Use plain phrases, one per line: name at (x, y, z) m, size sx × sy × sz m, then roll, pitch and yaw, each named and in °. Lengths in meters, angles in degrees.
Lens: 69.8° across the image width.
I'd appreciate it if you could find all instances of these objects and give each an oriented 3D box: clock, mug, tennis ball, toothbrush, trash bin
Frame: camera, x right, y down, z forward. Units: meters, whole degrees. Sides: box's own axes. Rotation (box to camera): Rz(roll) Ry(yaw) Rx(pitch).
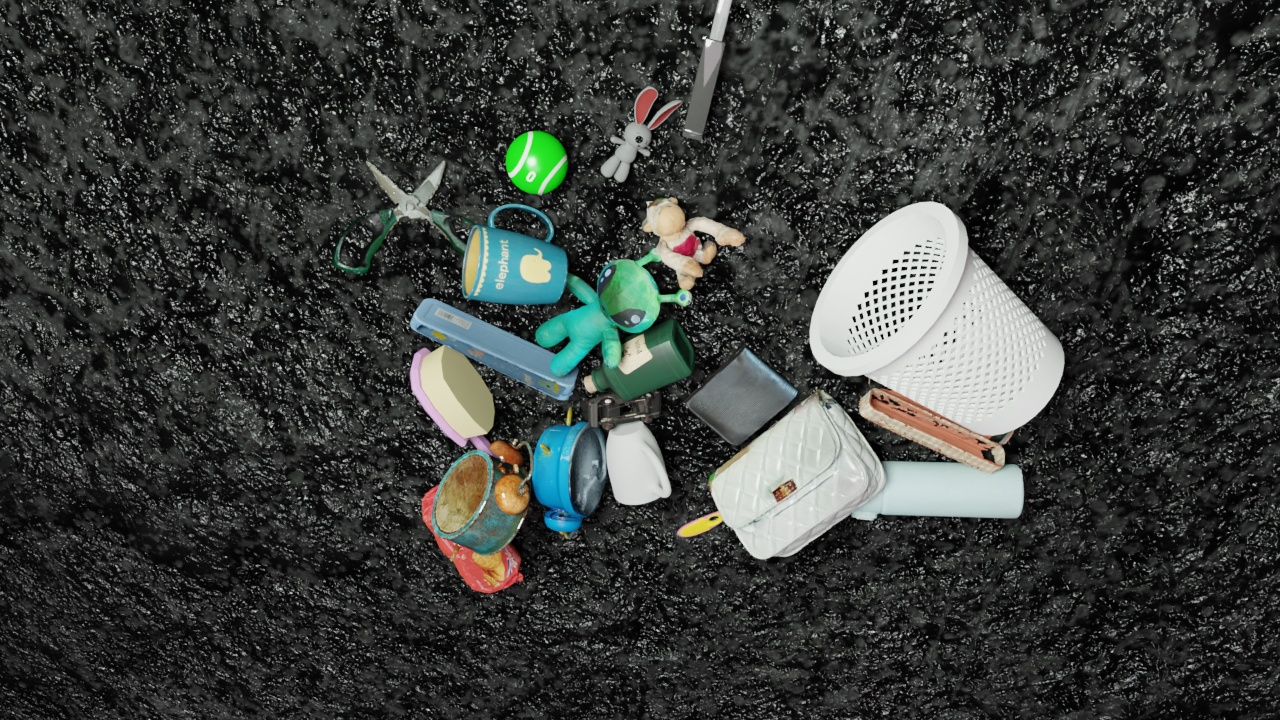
clock at (-0.177, 0.162, 1.108) m, size 0.158 × 0.121 × 0.073 m, roll -42°, pitch 128°, yaw 20°
clock at (-0.086, 0.150, 1.149) m, size 0.060 × 0.116 × 0.162 m, roll 4°, pitch 117°, yaw 19°
mug at (-0.136, -0.116, 1.019) m, size 0.104 × 0.084 × 0.112 m, roll 8°, pitch 89°, yaw -22°
tennis ball at (-0.109, -0.209, 0.970) m, size 0.065 × 0.065 × 0.065 m, roll 4°, pitch 121°, yaw 6°
toothbrush at (0.104, 0.204, 1.207) m, size 0.136 × 0.016 × 0.021 m, roll -32°, pitch 112°, yaw 24°
trash bin at (0.318, -0.027, 0.953) m, size 0.199 × 0.195 × 0.196 m, roll 32°, pitch 120°, yaw -21°
mug at (0.002, 0.127, 1.132) m, size 0.071 × 0.107 × 0.089 m, roll -24°, pitch 114°, yaw -26°

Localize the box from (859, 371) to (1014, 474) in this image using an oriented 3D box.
box at (0.348, 0.067, 1.073) m, size 0.187 × 0.085 × 0.048 m, roll 23°, pitch 154°, yaw -7°

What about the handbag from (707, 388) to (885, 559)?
handbag at (0.182, 0.143, 1.103) m, size 0.195 × 0.072 × 0.138 m, roll -44°, pitch 64°, yaw 26°

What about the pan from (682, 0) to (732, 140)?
pan at (0.090, -0.379, 0.853) m, size 0.178 × 0.041 × 0.358 m, roll 14°, pitch 121°, yaw 1°

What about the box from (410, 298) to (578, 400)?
box at (-0.174, -0.009, 1.098) m, size 0.209 × 0.065 × 0.037 m, roll 24°, pitch 117°, yaw -6°

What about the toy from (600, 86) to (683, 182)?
toy at (-0.003, -0.235, 0.959) m, size 0.049 × 0.030 × 0.112 m, roll 14°, pitch 129°, yaw -33°

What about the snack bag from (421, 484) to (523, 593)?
snack bag at (-0.231, 0.240, 1.246) m, size 0.082 × 0.082 × 0.176 m, roll -23°, pitch 113°, yaw 20°

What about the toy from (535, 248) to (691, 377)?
toy at (-0.037, -0.054, 1.050) m, size 0.194 × 0.072 × 0.130 m, roll -33°, pitch 75°, yaw 25°

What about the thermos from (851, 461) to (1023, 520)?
thermos at (0.349, 0.156, 1.112) m, size 0.207 × 0.065 × 0.078 m, roll 0°, pitch 85°, yaw 8°

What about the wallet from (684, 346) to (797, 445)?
wallet at (0.119, 0.046, 1.107) m, size 0.089 × 0.026 × 0.115 m, roll 38°, pitch 118°, yaw -12°

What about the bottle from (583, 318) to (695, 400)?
bottle at (-0.006, 0.006, 1.082) m, size 0.131 × 0.061 × 0.061 m, roll -23°, pitch 117°, yaw 20°

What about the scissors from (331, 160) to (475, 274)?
scissors at (-0.256, -0.138, 1.066) m, size 0.202 × 0.015 × 0.202 m, roll 40°, pitch 120°, yaw -14°

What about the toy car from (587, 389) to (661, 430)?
toy car at (-0.021, 0.056, 1.122) m, size 0.092 × 0.037 × 0.040 m, roll -9°, pitch 120°, yaw -16°

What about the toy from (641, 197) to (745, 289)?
toy at (0.048, -0.139, 0.992) m, size 0.085 × 0.074 × 0.106 m, roll -40°, pitch 85°, yaw -14°

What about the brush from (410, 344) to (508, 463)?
brush at (-0.206, 0.075, 1.147) m, size 0.043 × 0.089 × 0.229 m, roll -21°, pitch 127°, yaw 14°
